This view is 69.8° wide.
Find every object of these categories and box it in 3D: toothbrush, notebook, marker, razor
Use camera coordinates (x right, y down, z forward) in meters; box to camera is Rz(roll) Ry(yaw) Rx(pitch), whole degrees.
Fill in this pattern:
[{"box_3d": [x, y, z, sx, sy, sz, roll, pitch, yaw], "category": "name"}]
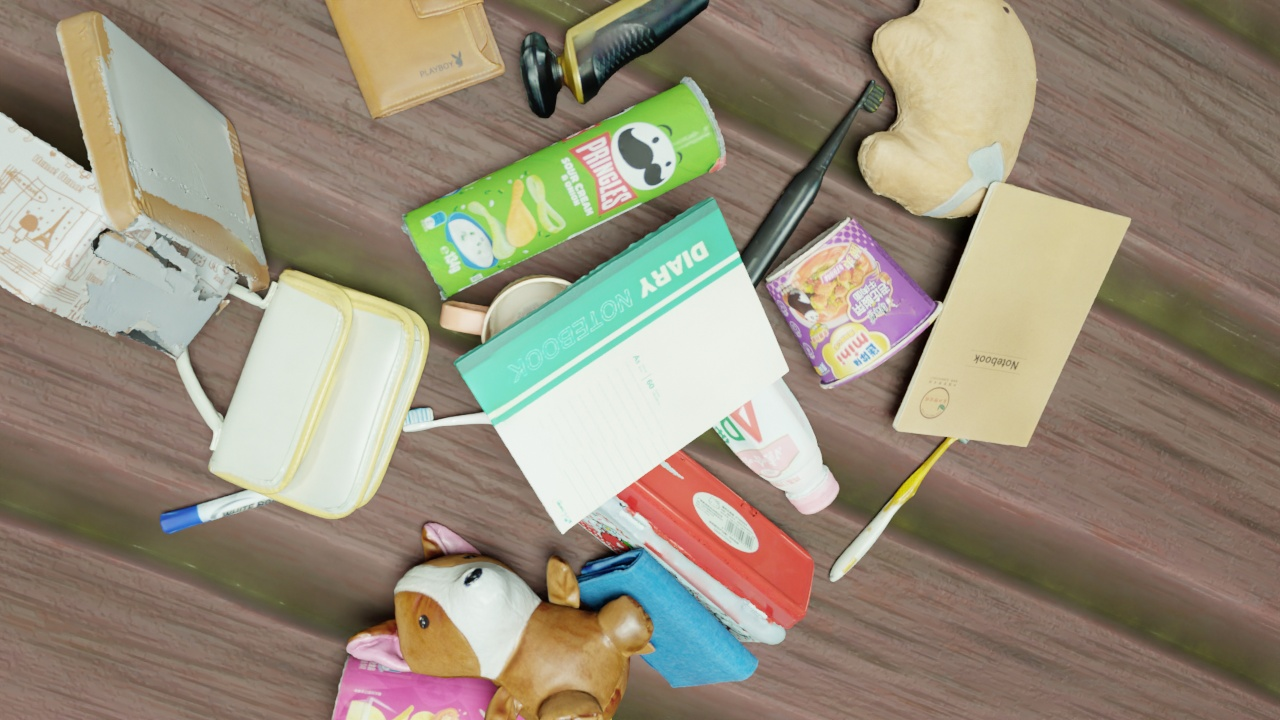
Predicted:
[{"box_3d": [0.128, -0.131, 0.729, 0.027, 0.026, 0.212, 35, 91, -6], "category": "toothbrush"}, {"box_3d": [0.298, -0.029, 0.736, 0.147, 0.008, 0.208, 8, 110, -24], "category": "notebook"}, {"box_3d": [-0.004, 0.004, 0.634, 0.209, 0.012, 0.150, -34, 116, -13], "category": "notebook"}, {"box_3d": [-0.291, 0.104, 0.702, 0.145, 0.017, 0.017, -16, 100, -6], "category": "marker"}, {"box_3d": [0.227, 0.118, 0.784, 0.018, 0.016, 0.191, 41, 90, -20], "category": "toothbrush"}, {"box_3d": [-0.019, -0.244, 0.682, 0.167, 0.062, 0.067, -34, 70, -8], "category": "razor"}, {"box_3d": [-0.075, 0.041, 0.722, 0.221, 0.027, 0.026, -5, 78, -7], "category": "toothbrush"}]

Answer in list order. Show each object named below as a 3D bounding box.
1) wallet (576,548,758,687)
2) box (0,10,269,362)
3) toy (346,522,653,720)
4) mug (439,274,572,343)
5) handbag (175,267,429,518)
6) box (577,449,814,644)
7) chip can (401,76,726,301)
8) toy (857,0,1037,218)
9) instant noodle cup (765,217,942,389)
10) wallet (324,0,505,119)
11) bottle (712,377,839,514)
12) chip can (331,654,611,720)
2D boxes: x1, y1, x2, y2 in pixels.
[{"box_3d": [0.015, 0.207, 0.727, 0.133, 0.107, 0.040, 46, 52, -10], "category": "wallet"}, {"box_3d": [-0.318, -0.109, 0.574, 0.150, 0.182, 0.168, 31, 80, 4], "category": "box"}, {"box_3d": [-0.102, 0.201, 0.678, 0.200, 0.139, 0.131, 22, 138, 15], "category": "toy"}, {"box_3d": [-0.088, -0.024, 0.669, 0.114, 0.106, 0.082, 9, 96, -10], "category": "mug"}, {"box_3d": [-0.261, 0.015, 0.667, 0.178, 0.063, 0.163, 19, 87, -4], "category": "handbag"}, {"box_3d": [0.034, 0.153, 0.739, 0.201, 0.095, 0.100, 39, 127, -11], "category": "box"}, {"box_3d": [-0.055, -0.125, 0.678, 0.236, 0.072, 0.072, -27, 101, -4], "category": "chip can"}, {"box_3d": [0.242, -0.223, 0.706, 0.143, 0.082, 0.226, 5, 94, -25], "category": "toy"}, {"box_3d": [0.156, -0.048, 0.708, 0.111, 0.111, 0.099, -39, 94, -2], "category": "instant noodle cup"}, {"box_3d": [-0.163, -0.257, 0.666, 0.119, 0.035, 0.131, -20, 101, 0], "category": "wallet"}, {"box_3d": [0.089, 0.038, 0.727, 0.068, 0.068, 0.197, -39, 104, -2], "category": "bottle"}, {"box_3d": [-0.132, 0.282, 0.724, 0.210, 0.071, 0.071, 12, 96, -10], "category": "chip can"}]
